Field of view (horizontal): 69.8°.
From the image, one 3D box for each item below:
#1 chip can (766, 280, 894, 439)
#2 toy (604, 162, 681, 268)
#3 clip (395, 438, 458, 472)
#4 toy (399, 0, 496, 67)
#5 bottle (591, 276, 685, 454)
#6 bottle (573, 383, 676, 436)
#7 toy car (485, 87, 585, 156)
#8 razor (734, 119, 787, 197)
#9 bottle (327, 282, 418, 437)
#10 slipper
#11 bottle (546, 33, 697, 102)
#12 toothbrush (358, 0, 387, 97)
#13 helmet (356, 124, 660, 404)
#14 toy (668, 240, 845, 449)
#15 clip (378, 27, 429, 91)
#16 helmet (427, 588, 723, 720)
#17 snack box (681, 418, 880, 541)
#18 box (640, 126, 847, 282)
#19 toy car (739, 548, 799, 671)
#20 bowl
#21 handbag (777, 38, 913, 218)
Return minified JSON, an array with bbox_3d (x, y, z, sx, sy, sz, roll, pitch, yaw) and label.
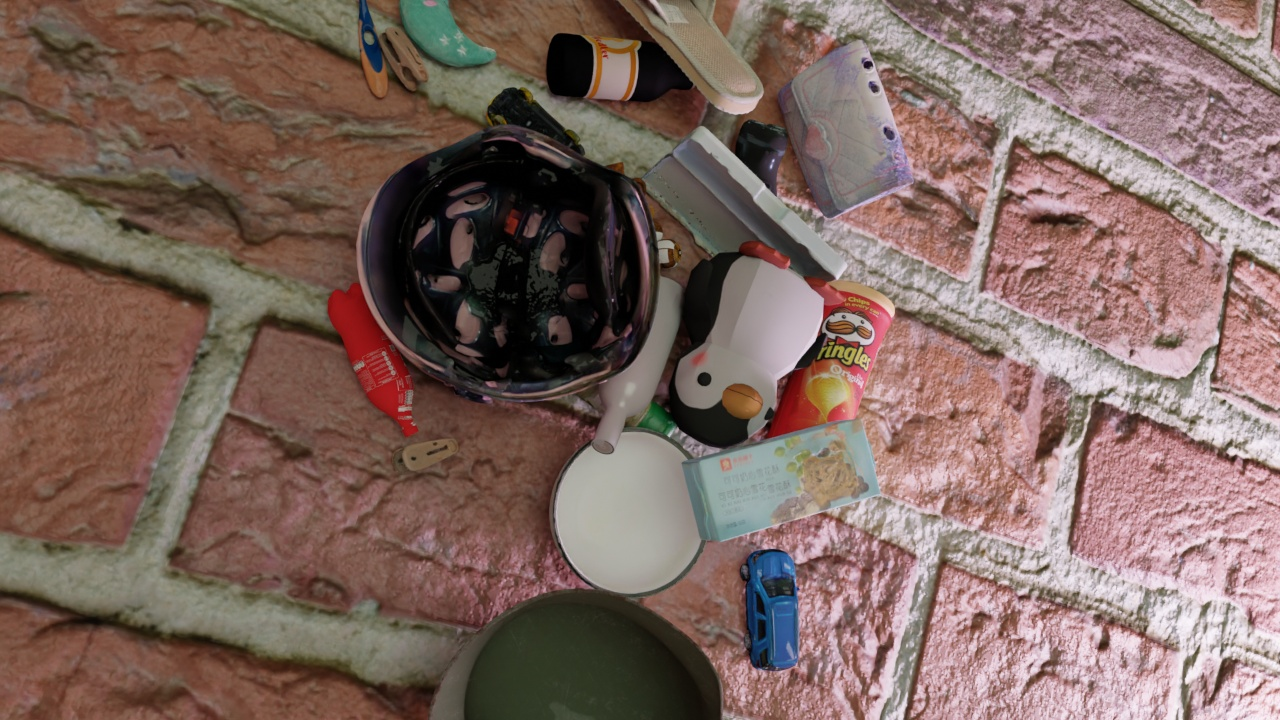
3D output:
[{"bbox_3d":[0.190,0.030,0.948,0.087,0.087,0.213,27,74,-16],"label":"chip can"},{"bbox_3d":[-0.012,-0.138,0.904,0.087,0.067,0.112,-25,105,-47],"label":"toy"},{"bbox_3d":[-0.187,0.083,0.817,0.049,0.061,0.026,-14,86,4],"label":"clip"},{"bbox_3d":[-0.189,-0.333,0.881,0.084,0.033,0.105,-15,87,-34],"label":"toy"},{"bbox_3d":[-0.005,0.005,0.853,0.052,0.053,0.194,33,49,-14],"label":"bottle"},{"bbox_3d":[-0.019,0.041,0.887,0.111,0.043,0.043,36,71,-12],"label":"bottle"},{"bbox_3d":[-0.102,-0.222,0.898,0.107,0.030,0.049,41,69,-9],"label":"toy car"},{"bbox_3d":[0.126,-0.184,0.965,0.053,0.064,0.140,7,83,-19],"label":"razor"},{"bbox_3d":[-0.232,0.001,0.808,0.041,0.042,0.141,-26,92,-23],"label":"bottle"},{"bbox_3d":[0.035,-0.360,0.923,0.263,0.052,0.114,53,43,7],"label":"slipper"},{"bbox_3d":[-0.001,-0.294,0.933,0.181,0.059,0.059,-2,83,-22],"label":"bottle"},{"bbox_3d":[-0.256,-0.311,0.861,0.021,0.017,0.135,-11,89,-19],"label":"toothbrush"},{"bbox_3d":[-0.119,-0.075,0.804,0.255,0.153,0.230,-1,85,-20],"label":"helmet"},{"bbox_3d":[0.088,-0.005,0.892,0.159,0.140,0.184,28,79,-24],"label":"toy"},{"bbox_3d":[-0.219,-0.284,0.859,0.025,0.049,0.061,-33,130,-57],"label":"clip"},{"bbox_3d":[-0.045,0.298,0.774,0.227,0.154,0.268,-37,97,-4],"label":"helmet"},{"bbox_3d":[0.129,0.108,0.845,0.174,0.053,0.075,-12,86,-19],"label":"snack box"},{"bbox_3d":[0.101,-0.140,0.909,0.197,0.136,0.044,42,68,-11],"label":"box"},{"bbox_3d":[0.134,0.249,0.916,0.056,0.044,0.120,1,81,-21],"label":"toy car"},{"bbox_3d":[-0.017,0.141,0.856,0.153,0.073,0.153,3,80,-21],"label":"bowl"},{"bbox_3d":[0.217,-0.241,0.975,0.069,0.127,0.158,-20,91,-21],"label":"handbag"}]
